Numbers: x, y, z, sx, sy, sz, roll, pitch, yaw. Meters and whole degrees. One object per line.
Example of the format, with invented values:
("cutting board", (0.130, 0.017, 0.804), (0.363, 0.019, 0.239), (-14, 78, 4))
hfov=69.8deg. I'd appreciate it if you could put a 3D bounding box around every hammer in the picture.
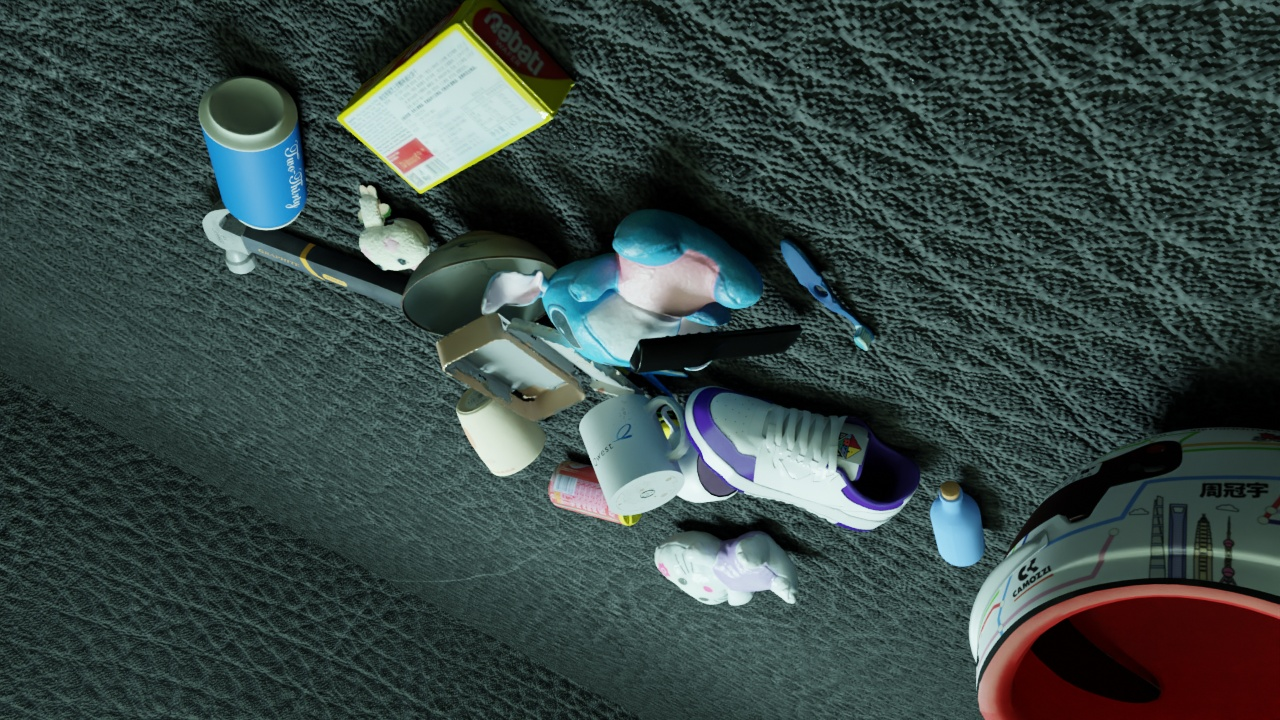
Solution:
("hammer", (-0.349, -0.103, 1.039), (0.312, 0.035, 0.140), (21, 151, 7))

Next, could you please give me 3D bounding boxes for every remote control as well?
("remote control", (0.063, -0.009, 0.755), (0.140, 0.021, 0.046), (-7, 159, -15))

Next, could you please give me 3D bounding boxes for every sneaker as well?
("sneaker", (0.163, 0.088, 0.894), (0.244, 0.091, 0.111), (26, 152, -9))

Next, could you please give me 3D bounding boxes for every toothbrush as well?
("toothbrush", (0.150, -0.051, 0.734), (0.021, 0.016, 0.132), (-10, 137, 47))

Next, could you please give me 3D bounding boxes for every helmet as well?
("helmet", (0.407, 0.164, 0.659), (0.315, 0.235, 0.231), (-13, 112, 31))

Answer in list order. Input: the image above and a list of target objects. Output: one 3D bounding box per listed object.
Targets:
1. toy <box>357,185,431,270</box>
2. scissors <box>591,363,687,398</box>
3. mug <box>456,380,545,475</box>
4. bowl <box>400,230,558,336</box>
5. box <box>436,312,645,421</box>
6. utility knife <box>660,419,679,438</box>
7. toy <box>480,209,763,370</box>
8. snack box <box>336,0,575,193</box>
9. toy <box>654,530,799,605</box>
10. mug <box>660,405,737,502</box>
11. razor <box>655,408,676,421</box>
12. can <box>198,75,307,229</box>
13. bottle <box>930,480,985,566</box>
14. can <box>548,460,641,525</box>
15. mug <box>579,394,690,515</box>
("toy", (-0.244, -0.120, 0.911), (0.087, 0.050, 0.112), (-2, 148, 41))
("scissors", (-0.006, 0.003, 0.965), (0.125, 0.014, 0.130), (9, 152, 31))
("mug", (-0.189, 0.076, 1.182), (0.111, 0.085, 0.104), (38, 162, 54))
("bowl", (-0.149, -0.080, 0.857), (0.150, 0.056, 0.151), (-12, 157, -6))
("box", (-0.095, 0.011, 0.942), (0.157, 0.071, 0.216), (2, 163, 21))
("utility knife", (-0.007, 0.108, 1.143), (0.029, 0.020, 0.234), (35, 152, -14))
("toy", (-0.010, -0.059, 0.759), (0.223, 0.098, 0.192), (16, 152, -28))
("snack box", (-0.146, -0.196, 0.697), (0.092, 0.042, 0.201), (42, 148, -28))
("toy", (0.116, 0.281, 1.272), (0.137, 0.085, 0.210), (40, 147, -23))
("mug", (0.058, 0.097, 0.999), (0.076, 0.090, 0.124), (0, 127, 56))
("razor", (-0.004, 0.077, 1.077), (0.044, 0.021, 0.144), (9, 163, -18))
("can", (-0.351, -0.187, 0.841), (0.079, 0.078, 0.146), (27, 153, -3))
("bottle", (0.320, 0.161, 0.931), (0.048, 0.048, 0.131), (8, 148, 30))
("can", (-0.059, 0.180, 1.256), (0.124, 0.066, 0.067), (10, 149, 27))
("mug", (0.003, 0.087, 0.952), (0.120, 0.096, 0.083), (-41, 144, 25))
